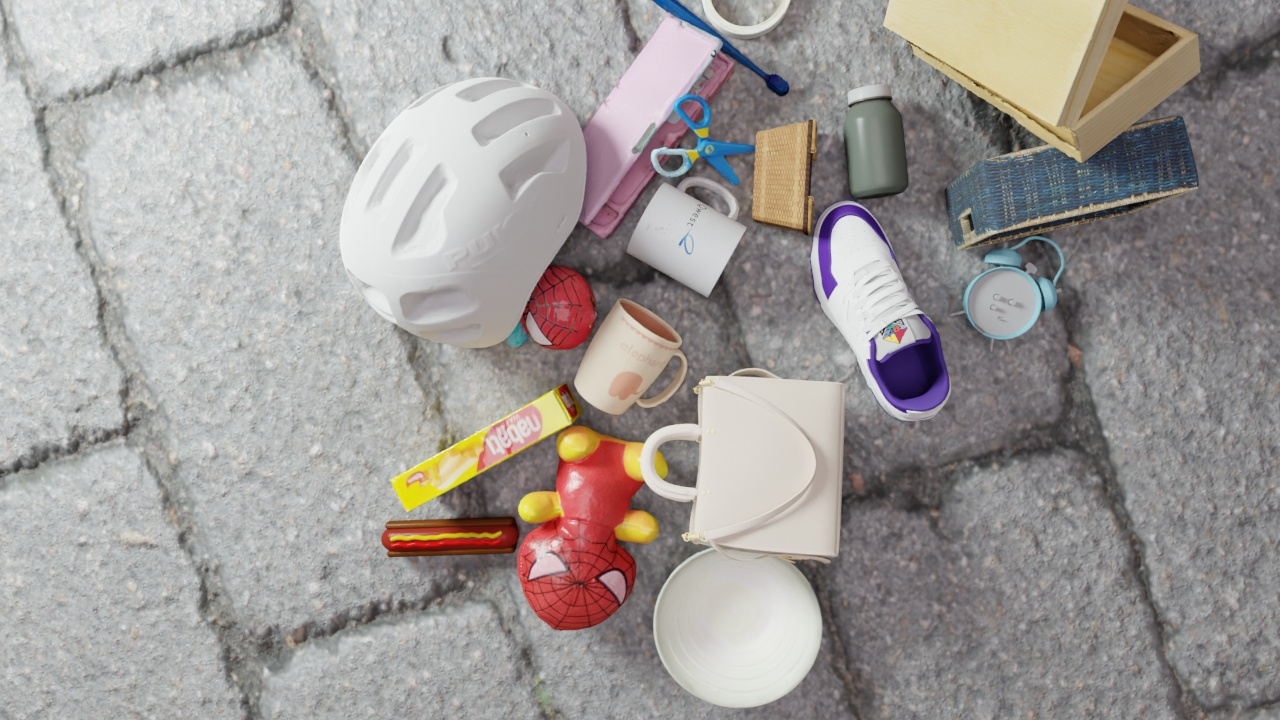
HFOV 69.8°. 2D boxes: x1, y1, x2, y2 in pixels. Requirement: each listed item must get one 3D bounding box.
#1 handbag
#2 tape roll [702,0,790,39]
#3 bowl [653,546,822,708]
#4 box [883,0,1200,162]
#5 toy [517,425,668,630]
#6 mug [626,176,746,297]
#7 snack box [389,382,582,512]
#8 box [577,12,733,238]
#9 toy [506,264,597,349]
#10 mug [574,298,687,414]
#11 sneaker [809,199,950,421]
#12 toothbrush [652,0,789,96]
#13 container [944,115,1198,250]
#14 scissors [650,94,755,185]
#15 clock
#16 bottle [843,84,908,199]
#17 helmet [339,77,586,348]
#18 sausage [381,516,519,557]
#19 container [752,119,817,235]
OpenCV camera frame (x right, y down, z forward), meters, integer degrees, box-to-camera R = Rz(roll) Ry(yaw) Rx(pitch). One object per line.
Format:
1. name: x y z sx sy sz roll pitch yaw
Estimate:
1. handbag: 0.099 0.104 0.931 0.198 0.101 0.194 6 76 -3
2. tape roll: 0.111 -0.387 0.962 0.094 0.019 0.094 0 94 4
3. bowl: 0.103 0.277 0.987 0.177 0.057 0.176 0 94 5
4. box: 0.341 -0.303 0.831 0.179 0.248 0.142 20 115 -39
5. toy: -0.057 0.181 0.975 0.147 0.098 0.216 18 94 1
6. mug: 0.056 -0.139 0.959 0.096 0.083 0.119 29 68 2
7. snack box: -0.161 0.091 0.980 0.201 0.092 0.042 -29 91 6
8. box: -0.007 -0.245 0.951 0.099 0.080 0.233 39 96 1
9. toy: -0.109 -0.057 0.984 0.133 0.062 0.092 -1 86 17
10. mug: -0.006 0.006 0.974 0.111 0.085 0.104 28 107 -27
11. sneaker: 0.243 -0.047 0.927 0.092 0.111 0.244 -24 91 6
12. toothbrush: 0.080 -0.340 0.968 0.190 0.017 0.016 37 95 2
13. container: 0.407 -0.168 0.888 0.187 0.145 0.071 -12 89 6
14. scissors: 0.064 -0.211 0.945 0.109 0.018 0.131 -47 129 6
15. clock: 0.385 -0.074 0.948 0.087 0.042 0.123 41 98 1
16. bottle: 0.240 -0.223 0.941 0.060 0.060 0.108 -7 93 5
17. helmet: -0.175 -0.159 0.921 0.224 0.184 0.282 37 85 26
18. sausage: -0.211 0.196 1.018 0.155 0.040 0.040 -3 93 5
19. container: 0.151 -0.189 0.953 0.061 0.063 0.114 3 94 12
